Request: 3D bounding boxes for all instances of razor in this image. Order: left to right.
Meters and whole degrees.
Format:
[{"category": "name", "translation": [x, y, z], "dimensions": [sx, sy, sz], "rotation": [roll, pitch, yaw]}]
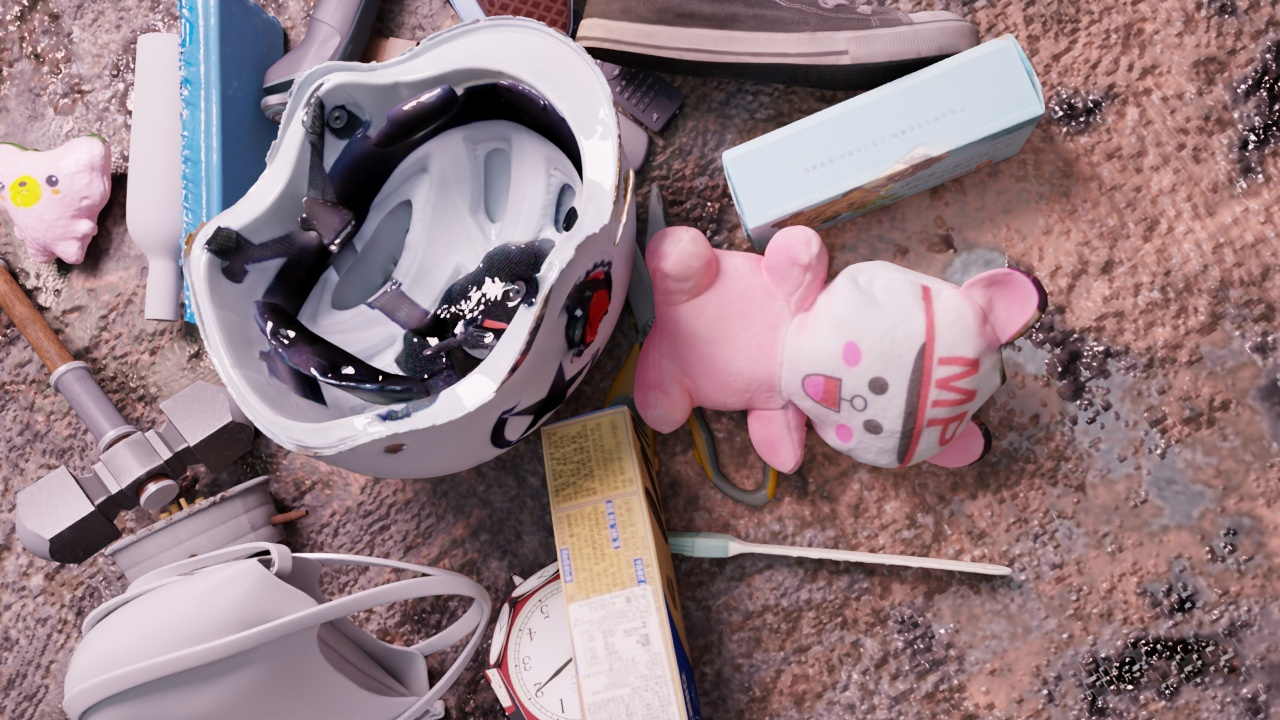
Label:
[{"category": "razor", "translation": [-0.209, -0.221, 0.623], "dimensions": [0.052, 0.047, 0.143], "rotation": [24, 88, 12]}]

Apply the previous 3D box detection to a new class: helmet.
[{"category": "helmet", "translation": [-0.107, -0.054, 0.538], "dimensions": [0.237, 0.163, 0.264], "rotation": [34, 84, 26]}]

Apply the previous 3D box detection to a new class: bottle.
[{"category": "bottle", "translation": [-0.331, -0.125, 0.647], "dimensions": [0.052, 0.052, 0.195], "rotation": [1, 86, 12]}]

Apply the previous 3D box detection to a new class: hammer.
[{"category": "hammer", "translation": [-0.422, -0.012, 0.651], "dimensions": [0.155, 0.043, 0.322], "rotation": [-38, 67, -24]}]

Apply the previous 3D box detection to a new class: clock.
[{"category": "clock", "translation": [-0.294, 0.119, 0.605], "dimensions": [0.148, 0.103, 0.056], "rotation": [-26, 91, 39]}, {"category": "clock", "translation": [-0.027, 0.197, 0.548], "dimensions": [0.115, 0.065, 0.154], "rotation": [-13, 66, 3]}]

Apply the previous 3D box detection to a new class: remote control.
[{"category": "remote control", "translation": [-0.046, -0.163, 0.611], "dimensions": [0.124, 0.009, 0.046], "rotation": [40, 94, 12]}, {"category": "remote control", "translation": [-0.030, -0.200, 0.608], "dimensions": [0.136, 0.015, 0.032], "rotation": [40, 94, 10]}]

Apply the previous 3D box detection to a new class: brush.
[{"category": "brush", "translation": [0.108, 0.116, 0.549], "dimensions": [0.218, 0.033, 0.012], "rotation": [3, 86, 10]}]

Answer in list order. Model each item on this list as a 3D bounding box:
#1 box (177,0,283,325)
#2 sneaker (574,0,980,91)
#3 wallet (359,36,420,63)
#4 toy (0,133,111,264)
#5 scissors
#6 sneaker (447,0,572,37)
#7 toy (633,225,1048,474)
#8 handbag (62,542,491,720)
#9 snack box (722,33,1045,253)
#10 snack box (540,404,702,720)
[{"category": "box", "translation": [-0.278, -0.132, 0.617], "dimensions": [0.048, 0.093, 0.231], "rotation": [-4, 86, 11]}, {"category": "sneaker", "translation": [0.084, -0.226, 0.536], "dimensions": [0.235, 0.095, 0.120], "rotation": [11, 100, 14]}, {"category": "wallet", "translation": [-0.173, -0.180, 0.637], "dimensions": [0.121, 0.013, 0.087], "rotation": [14, 89, 16]}, {"category": "toy", "translation": [-0.429, -0.117, 0.668], "dimensions": [0.102, 0.050, 0.093], "rotation": [1, 91, 15]}, {"category": "scissors", "translation": [0.001, 0.001, 0.586], "dimensions": [0.162, 0.016, 0.225], "rotation": [-24, 81, 9]}, {"category": "sneaker", "translation": [-0.130, -0.289, 0.599], "dimensions": [0.083, 0.098, 0.241], "rotation": [-35, 97, -30]}, {"category": "toy", "translation": [0.104, -0.007, 0.519], "dimensions": [0.213, 0.084, 0.142], "rotation": [9, 116, 9]}, {"category": "handbag", "translation": [-0.191, 0.177, 0.552], "dimensions": [0.223, 0.216, 0.095], "rotation": [-21, 44, 4]}, {"category": "snack box", "translation": [0.137, -0.122, 0.537], "dimensions": [0.175, 0.075, 0.053], "rotation": [-20, 83, 9]}, {"category": "snack box", "translation": [-0.009, 0.132, 0.507], "dimensions": [0.056, 0.057, 0.206], "rotation": [-14, 65, 6]}]
